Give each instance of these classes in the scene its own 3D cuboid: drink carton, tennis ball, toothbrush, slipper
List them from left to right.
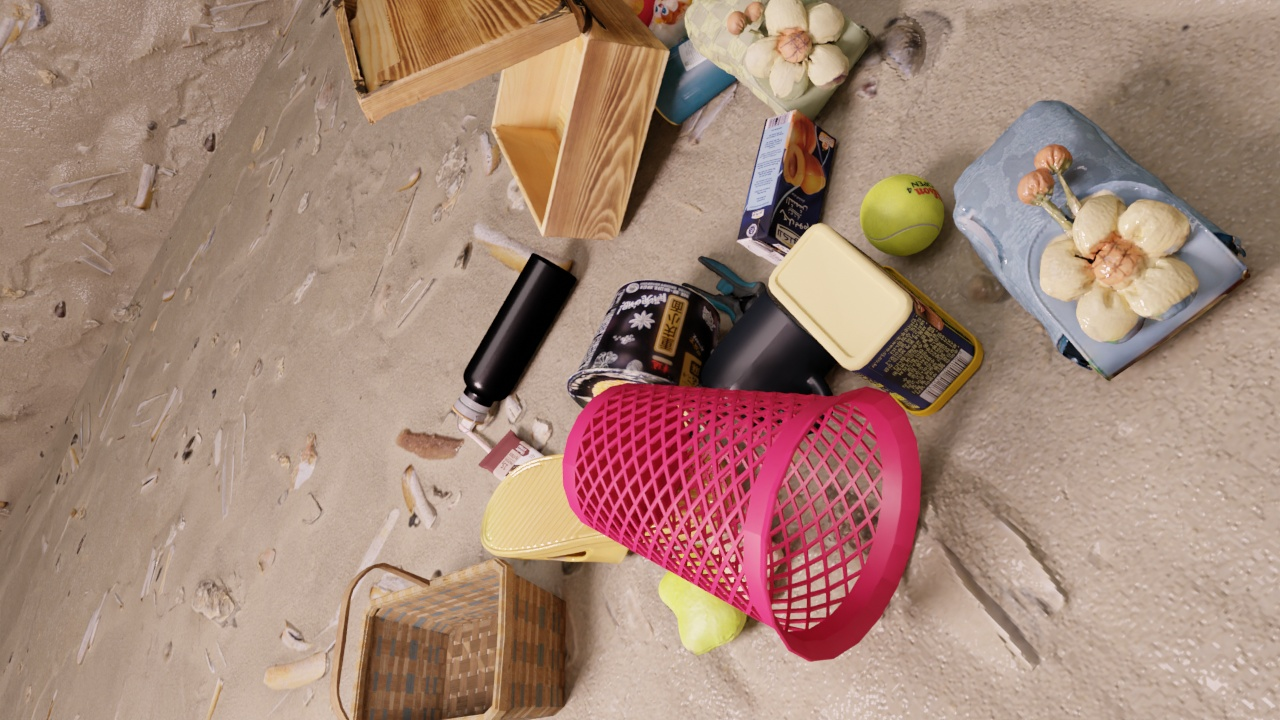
[{"bbox_3d":[-0.173,0.106,1.085,0.181,0.015,0.018,30,88,51],"label":"toothbrush"},{"bbox_3d":[-0.027,0.139,0.866,0.264,0.078,0.099,-10,62,26],"label":"slipper"},{"bbox_3d":[0.136,-0.156,0.844,0.040,0.064,0.130,-5,67,52],"label":"drink carton"},{"bbox_3d":[0.211,-0.117,0.741,0.065,0.065,0.065,-24,54,38],"label":"tennis ball"}]

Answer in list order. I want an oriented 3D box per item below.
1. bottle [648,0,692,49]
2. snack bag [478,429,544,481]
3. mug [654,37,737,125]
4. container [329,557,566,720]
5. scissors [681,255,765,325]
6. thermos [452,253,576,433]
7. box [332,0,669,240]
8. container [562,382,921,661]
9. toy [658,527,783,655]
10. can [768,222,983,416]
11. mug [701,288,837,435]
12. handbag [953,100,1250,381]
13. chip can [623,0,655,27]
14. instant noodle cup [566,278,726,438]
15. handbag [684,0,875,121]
[{"bbox_3d":[0.044,-0.405,1.073,0.108,0.063,0.063,-56,40,10],"label":"bottle"},{"bbox_3d":[-0.121,0.124,1.001,0.057,0.013,0.158,-48,41,-12],"label":"snack bag"},{"bbox_3d":[0.070,-0.321,0.996,0.122,0.078,0.078,-26,53,32],"label":"mug"},{"bbox_3d":[-0.211,0.288,0.897,0.251,0.186,0.157,-25,53,37],"label":"container"},{"bbox_3d":[0.091,-0.068,0.883,0.128,0.019,0.140,-25,55,37],"label":"scissors"},{"bbox_3d":[-0.160,-0.014,1.095,0.231,0.061,0.061,-59,40,7],"label":"thermos"},{"bbox_3d":[-0.169,-0.332,1.007,0.279,0.314,0.283,-116,37,-47],"label":"box"},{"bbox_3d":[0.060,0.095,0.687,0.226,0.183,0.183,10,78,45],"label":"container"},{"bbox_3d":[0.068,0.183,0.760,0.115,0.046,0.092,-45,44,13],"label":"toy"},{"bbox_3d":[0.177,-0.033,0.704,0.075,0.104,0.135,-51,41,15],"label":"can"},{"bbox_3d":[0.117,0.013,0.765,0.095,0.085,0.121,-51,49,17],"label":"mug"},{"bbox_3d":[0.287,-0.089,0.604,0.122,0.118,0.191,-43,50,24],"label":"handbag"},{"bbox_3d":[0.020,-0.479,1.133,0.069,0.069,0.220,29,93,50],"label":"chip can"},{"bbox_3d":[0.012,-0.004,0.856,0.138,0.137,0.112,-10,55,45],"label":"instant noodle cup"},{"bbox_3d":[0.120,-0.310,0.874,0.186,0.116,0.113,41,108,15],"label":"handbag"}]
